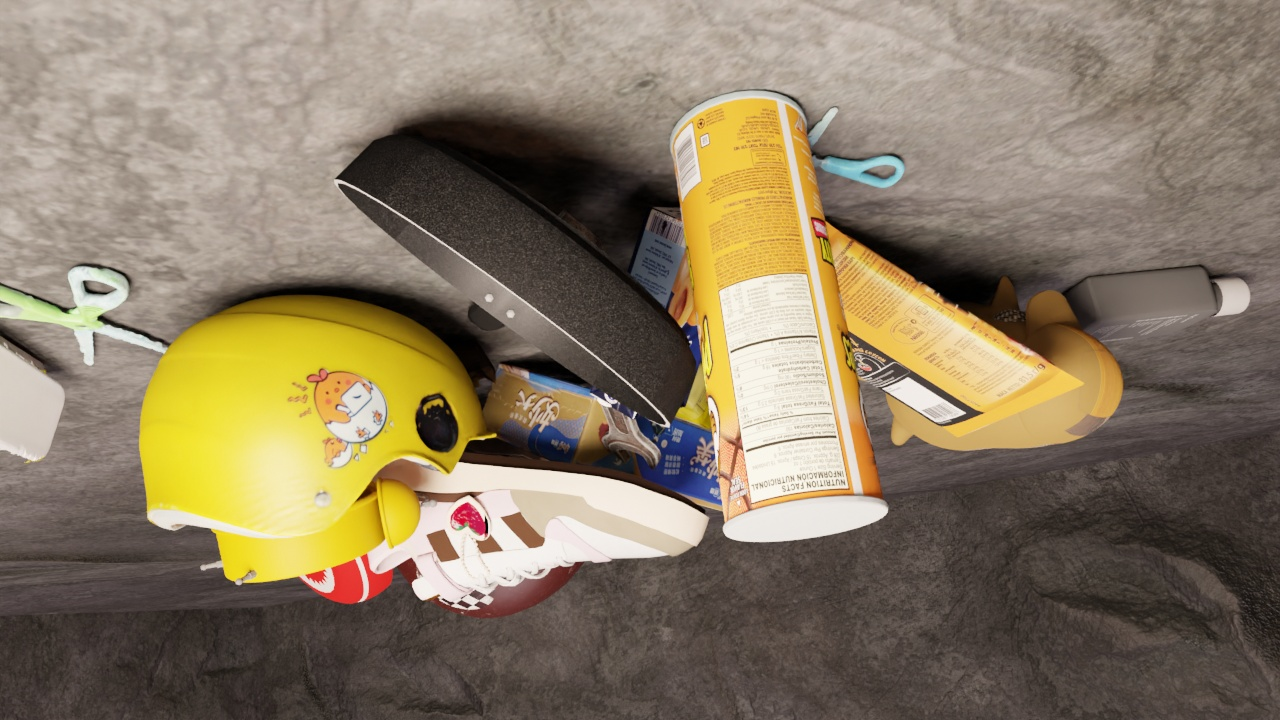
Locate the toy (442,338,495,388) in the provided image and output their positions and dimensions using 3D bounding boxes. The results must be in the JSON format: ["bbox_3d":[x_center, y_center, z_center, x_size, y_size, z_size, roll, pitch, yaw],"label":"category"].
[{"bbox_3d":[-0.172,0.020,0.769,0.100,0.062,0.076,-27,-178,-1],"label":"toy"}]

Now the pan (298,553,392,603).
[{"bbox_3d":[-0.286,0.164,0.899,0.357,0.209,0.067,3,-149,45],"label":"pan"}]

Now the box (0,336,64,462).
[{"bbox_3d":[-0.458,0.005,0.593,0.080,0.079,0.210,11,161,-7],"label":"box"}]

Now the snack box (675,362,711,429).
[{"bbox_3d":[-0.004,0.004,0.735,0.121,0.045,0.181,24,174,18],"label":"snack box"}]

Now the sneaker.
[{"bbox_3d":[-0.096,0.142,0.729,0.294,0.116,0.112,5,165,15],"label":"sneaker"}]

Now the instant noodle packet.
[{"bbox_3d":[0.196,-0.017,0.705,0.221,0.032,0.160,32,158,-2],"label":"instant noodle packet"}]

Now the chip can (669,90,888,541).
[{"bbox_3d":[0.064,-0.024,0.459,0.075,0.214,0.075,-6,158,-2],"label":"chip can"}]

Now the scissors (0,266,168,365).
[{"bbox_3d":[-0.379,-0.028,0.610,0.138,0.028,0.171,-3,159,-26],"label":"scissors"}]

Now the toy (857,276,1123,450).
[{"bbox_3d":[0.313,0.007,0.806,0.198,0.162,0.204,3,-178,-34],"label":"toy"}]

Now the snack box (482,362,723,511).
[{"bbox_3d":[-0.024,0.072,0.855,0.202,0.069,0.155,23,175,-41],"label":"snack box"}]

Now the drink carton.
[{"bbox_3d":[0.017,-0.029,0.582,0.040,0.130,0.064,30,-157,31],"label":"drink carton"}]

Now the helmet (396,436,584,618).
[{"bbox_3d":[-0.159,0.153,0.977,0.254,0.234,0.232,-40,-175,34],"label":"helmet"}]

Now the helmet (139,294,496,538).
[{"bbox_3d":[-0.222,0.021,0.633,0.210,0.139,0.239,-5,-170,38],"label":"helmet"}]

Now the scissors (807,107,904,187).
[{"bbox_3d":[0.103,-0.112,0.558,0.135,0.015,0.135,-3,165,-17],"label":"scissors"}]

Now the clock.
[{"bbox_3d":[-0.227,0.117,0.656,0.151,0.052,0.114,-14,-172,-42],"label":"clock"}]

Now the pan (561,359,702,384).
[{"bbox_3d":[0.073,0.007,0.929,0.356,0.021,0.199,-4,163,-8],"label":"pan"}]

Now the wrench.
[{"bbox_3d":[-0.029,-0.002,0.641,0.070,0.010,0.274,18,148,27],"label":"wrench"}]

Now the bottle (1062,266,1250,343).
[{"bbox_3d":[0.496,-0.054,0.885,0.174,0.046,0.084,-7,164,-6],"label":"bottle"}]

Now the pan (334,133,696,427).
[{"bbox_3d":[-0.076,-0.041,0.541,0.204,0.044,0.356,37,173,-11],"label":"pan"}]
